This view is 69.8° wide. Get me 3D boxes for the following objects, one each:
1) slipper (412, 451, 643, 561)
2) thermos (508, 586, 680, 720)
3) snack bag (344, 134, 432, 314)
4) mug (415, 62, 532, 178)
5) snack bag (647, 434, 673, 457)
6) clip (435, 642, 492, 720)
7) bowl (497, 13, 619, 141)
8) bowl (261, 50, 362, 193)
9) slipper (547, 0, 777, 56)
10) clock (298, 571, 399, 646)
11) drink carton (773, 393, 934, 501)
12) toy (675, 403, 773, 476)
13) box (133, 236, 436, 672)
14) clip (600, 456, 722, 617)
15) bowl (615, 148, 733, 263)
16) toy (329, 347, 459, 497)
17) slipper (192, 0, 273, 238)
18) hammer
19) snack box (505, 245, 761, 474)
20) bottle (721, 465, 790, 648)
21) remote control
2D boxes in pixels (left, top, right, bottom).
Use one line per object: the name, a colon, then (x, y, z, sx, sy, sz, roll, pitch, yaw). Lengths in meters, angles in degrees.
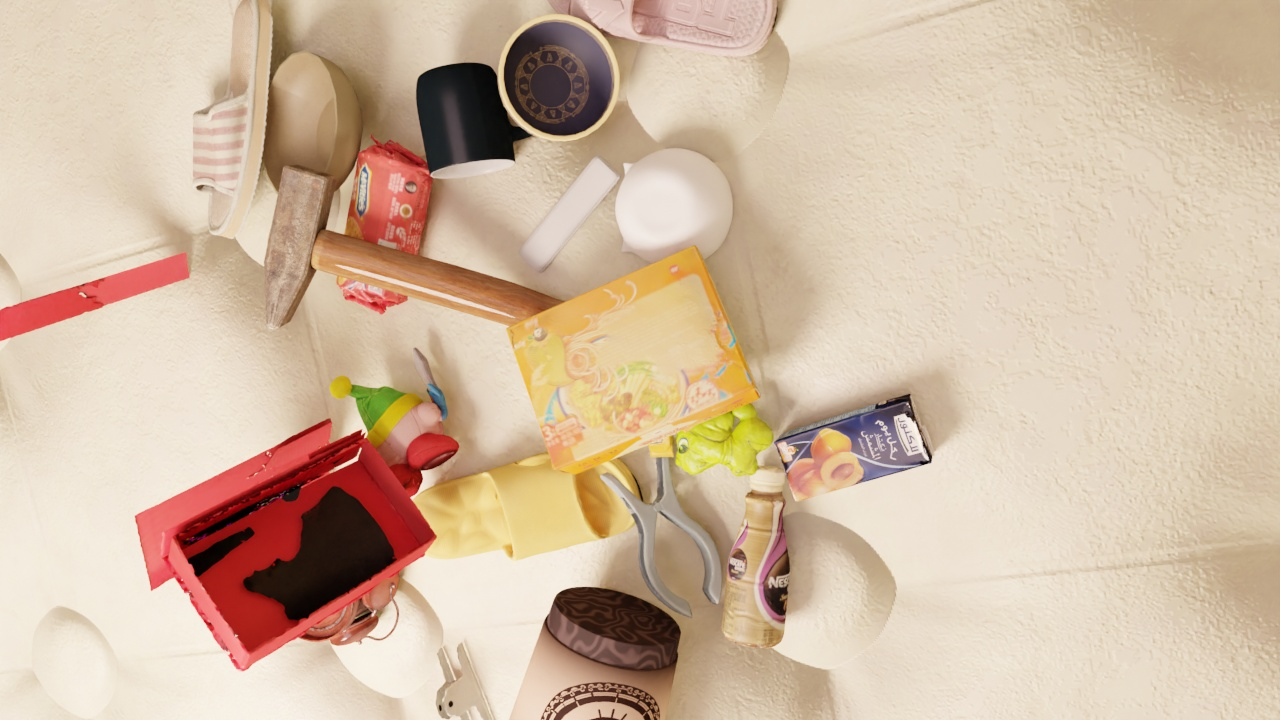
slipper: (-0.130, 0.153, 0.940, 0.264, 0.078, 0.099, -13, 89, 18)
thermos: (-0.051, 0.354, 0.900, 0.173, 0.172, 0.226, 17, 96, 16)
snack bag: (-0.262, -0.137, 0.948, 0.082, 0.082, 0.176, 20, 104, 15)
mug: (-0.155, -0.237, 0.899, 0.121, 0.085, 0.094, -11, 94, -9)
snack bag: (0.017, 0.045, 0.896, 0.026, 0.020, 0.099, -5, 82, 14)
clip: (-0.197, 0.367, 1.009, 0.056, 0.056, 0.102, -22, 90, -12)
bowl: (-0.081, -0.263, 0.868, 0.112, 0.061, 0.112, -2, 99, -15)
bowl: (-0.335, -0.238, 0.955, 0.153, 0.050, 0.152, 2, 92, 41)
slipper: (0.005, -0.337, 0.834, 0.239, 0.064, 0.094, 21, 103, 14)
clock: (-0.338, 0.255, 1.027, 0.158, 0.072, 0.121, 36, 107, 12)
drink carton: (0.195, 0.079, 0.839, 0.130, 0.040, 0.064, -20, 91, 20)
toy: (0.075, 0.076, 0.874, 0.093, 0.036, 0.094, 37, 105, 29)
box: (-0.287, 0.097, 0.800, 0.198, 0.216, 0.353, 50, 137, 12)
clip: (0.010, 0.177, 0.891, 0.112, 0.028, 0.163, -21, 85, -18)
bowl: (0.025, -0.143, 0.860, 0.115, 0.050, 0.115, 3, 98, 18)
toy: (-0.258, 0.064, 0.965, 0.124, 0.096, 0.131, -45, 63, 28)
slipper: (-0.443, -0.264, 0.985, 0.115, 0.052, 0.263, 21, 102, 47)
hammer: (-0.215, -0.073, 0.907, 0.301, 0.037, 0.158, 16, 103, -5)
snack box: (-0.005, 0.005, 0.853, 0.195, 0.080, 0.145, -23, 75, 8)
bottle: (0.114, 0.184, 0.873, 0.060, 0.059, 0.166, 5, 90, 18)
remote control: (-0.073, -0.145, 0.913, 0.033, 0.012, 0.131, 45, 109, 8)
